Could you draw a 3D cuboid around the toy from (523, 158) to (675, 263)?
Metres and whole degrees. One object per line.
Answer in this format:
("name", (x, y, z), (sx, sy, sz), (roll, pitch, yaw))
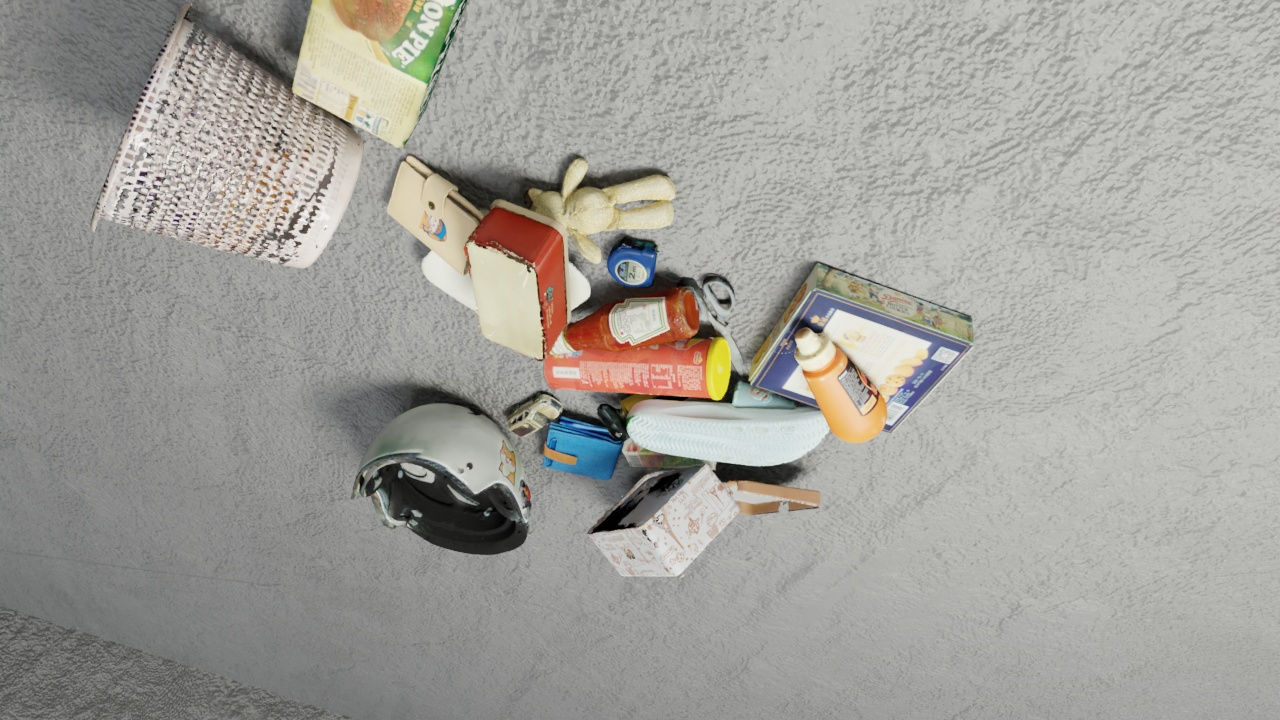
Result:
("toy", (-0.041, -0.153, 0.923), (0.157, 0.066, 0.105), (-5, 105, 18))

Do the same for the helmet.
("helmet", (-0.263, 0.154, 1.288), (0.230, 0.156, 0.274), (-7, 147, 22))

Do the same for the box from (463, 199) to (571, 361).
("box", (-0.129, -0.074, 0.947), (0.091, 0.079, 0.169), (22, 148, 12))

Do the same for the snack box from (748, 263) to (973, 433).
("snack box", (0.237, -0.008, 1.008), (0.182, 0.045, 0.178), (20, 141, -5))

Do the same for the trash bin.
("trash bin", (-0.387, -0.192, 0.885), (0.192, 0.227, 0.228), (23, 143, -29))

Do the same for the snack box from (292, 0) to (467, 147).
("snack box", (-0.218, -0.303, 0.791), (0.114, 0.063, 0.241), (26, 140, -13))

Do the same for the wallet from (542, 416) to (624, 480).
("wallet", (-0.081, 0.125, 1.276), (0.106, 0.040, 0.133), (14, 149, -3))

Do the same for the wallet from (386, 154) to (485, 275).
("wallet", (-0.215, -0.155, 0.968), (0.115, 0.024, 0.087), (40, 130, 12))

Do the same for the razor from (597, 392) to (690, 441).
("razor", (0.017, 0.052, 1.146), (0.168, 0.067, 0.062), (-30, 118, 34))

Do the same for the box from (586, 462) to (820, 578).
("box", (0.079, 0.193, 1.196), (0.273, 0.126, 0.179), (-13, 175, -29))

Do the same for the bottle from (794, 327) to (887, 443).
("bottle", (0.206, 0.022, 0.973), (0.067, 0.066, 0.149), (-18, 125, 35))

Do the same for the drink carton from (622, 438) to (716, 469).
("drink carton", (0.043, 0.113, 1.214), (0.123, 0.053, 0.045), (0, 142, 19))

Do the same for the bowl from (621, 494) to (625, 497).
("bowl", (0.009, 0.214, 1.326), (0.114, 0.113, 0.062), (-30, 81, 42))

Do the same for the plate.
("plate", (-0.149, -0.102, 1.034), (0.163, 0.034, 0.165), (36, 137, -23))

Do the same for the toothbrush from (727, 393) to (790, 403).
("toothbrush", (0.135, 0.051, 1.144), (0.190, 0.016, 0.014), (-13, 125, 27))

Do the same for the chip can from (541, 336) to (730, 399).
("chip can", (-0.006, 0.006, 1.078), (0.217, 0.073, 0.073), (2, 140, 21))

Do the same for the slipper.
("slipper", (0.105, 0.072, 1.108), (0.245, 0.074, 0.104), (4, 143, -1))

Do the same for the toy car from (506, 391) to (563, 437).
("toy car", (-0.143, 0.075, 1.247), (0.042, 0.035, 0.091), (36, 134, -27))

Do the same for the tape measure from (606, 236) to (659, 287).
("tape measure", (-0.008, -0.106, 0.989), (0.054, 0.025, 0.058), (14, 138, 5))

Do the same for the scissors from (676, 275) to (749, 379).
("scissors", (0.102, -0.034, 1.048), (0.174, 0.014, 0.136), (31, 140, -18))

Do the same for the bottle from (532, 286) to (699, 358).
("bottle", (-0.035, -0.035, 1.028), (0.206, 0.059, 0.060), (-12, 134, 27))
